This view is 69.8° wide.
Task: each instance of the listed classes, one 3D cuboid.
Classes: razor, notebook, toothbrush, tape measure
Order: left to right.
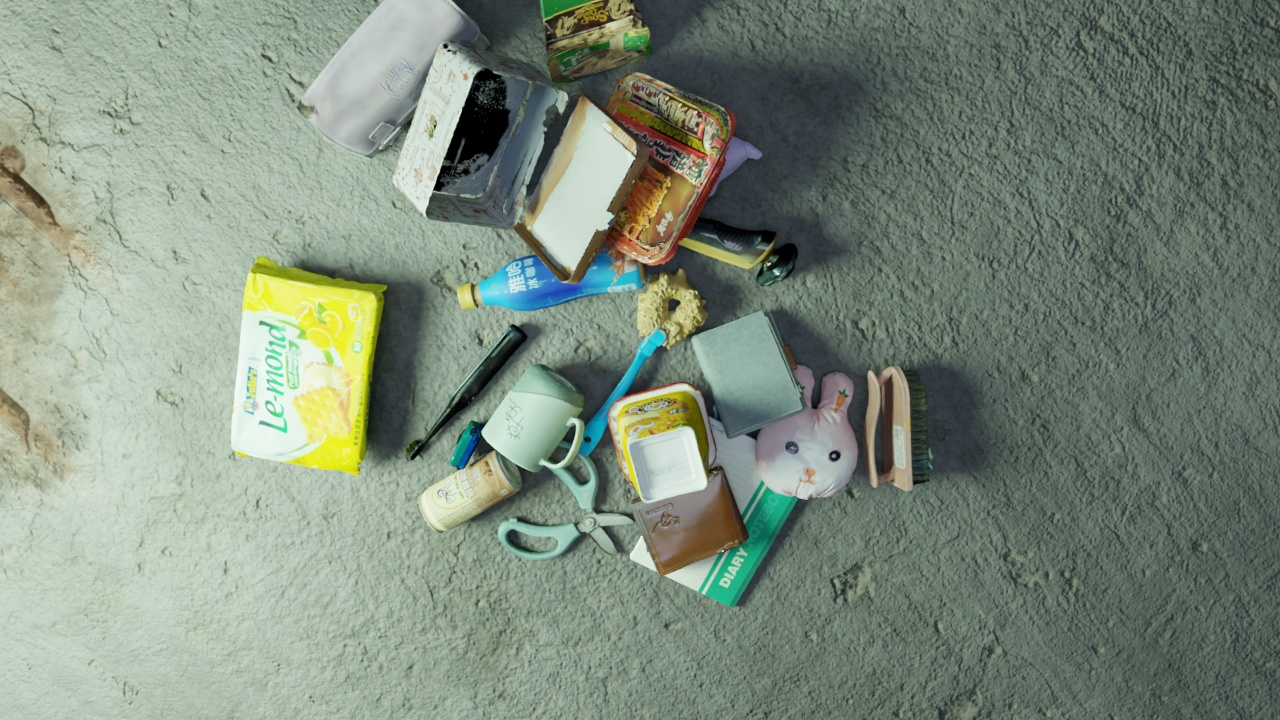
[{"bbox_3d":[-0.215,0.042,1.115,0.213,0.026,0.027,-48,61,9],"label":"toothbrush"},{"bbox_3d":[-0.209,0.099,1.108,0.025,0.054,0.058,28,98,-7],"label":"tape measure"},{"bbox_3d":[0.100,0.190,1.134,0.150,0.012,0.209,27,102,-6],"label":"notebook"},{"bbox_3d":[0.099,-0.133,1.071,0.167,0.062,0.068,18,130,3],"label":"razor"}]

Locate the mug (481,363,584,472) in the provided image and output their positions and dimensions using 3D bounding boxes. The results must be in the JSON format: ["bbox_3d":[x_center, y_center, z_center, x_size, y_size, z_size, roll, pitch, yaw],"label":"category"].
[{"bbox_3d":[-0.113,0.073,1.080,0.112,0.082,0.106,38,93,22],"label":"mug"}]

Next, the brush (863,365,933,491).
[{"bbox_3d":[0.302,0.079,1.092,0.073,0.063,0.146,-6,99,-9],"label":"brush"}]

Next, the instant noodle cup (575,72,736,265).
[{"bbox_3d":[0.014,-0.207,1.019,0.164,0.079,0.189,33,100,28],"label":"instant noodle cup"}]

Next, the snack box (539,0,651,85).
[{"bbox_3d":[-0.058,-0.384,1.006,0.118,0.117,0.105,-16,87,1],"label":"snack box"}]

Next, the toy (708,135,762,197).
[{"bbox_3d":[0.074,-0.228,1.058,0.108,0.039,0.084,-45,81,12],"label":"toy"}]

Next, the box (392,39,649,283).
[{"bbox_3d":[-0.136,-0.205,0.968,0.197,0.157,0.181,47,119,31],"label":"box"}]

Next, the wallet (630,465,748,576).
[{"bbox_3d":[0.059,0.194,1.112,0.124,0.032,0.101,-22,100,4],"label":"wallet"}]

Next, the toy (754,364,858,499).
[{"bbox_3d":[0.200,0.085,1.091,0.121,0.054,0.159,9,81,-2],"label":"toy"}]

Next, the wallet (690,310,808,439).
[{"bbox_3d":[0.130,0.015,1.084,0.106,0.037,0.129,-20,74,3],"label":"wallet"}]

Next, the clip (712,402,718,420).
[{"bbox_3d":[0.087,0.078,1.121,0.045,0.014,0.057,-5,102,4],"label":"clip"}]

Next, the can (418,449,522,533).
[{"bbox_3d":[-0.206,0.159,1.116,0.116,0.058,0.058,-30,98,5],"label":"can"}]

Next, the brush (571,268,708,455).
[{"bbox_3d":[-0.007,0.006,1.094,0.083,0.046,0.255,31,99,-12],"label":"brush"}]

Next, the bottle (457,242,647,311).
[{"bbox_3d":[-0.104,-0.095,1.070,0.219,0.065,0.065,-11,99,4],"label":"bottle"}]

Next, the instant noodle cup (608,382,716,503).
[{"bbox_3d":[0.027,0.098,1.039,0.116,0.123,0.116,-15,104,2],"label":"instant noodle cup"}]

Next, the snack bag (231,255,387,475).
[{"bbox_3d":[-0.390,0.011,1.090,0.158,0.068,0.246,10,99,-1],"label":"snack bag"}]

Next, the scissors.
[{"bbox_3d":[-0.106,0.191,1.141,0.181,0.019,0.170,-33,98,5],"label":"scissors"}]

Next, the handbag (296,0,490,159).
[{"bbox_3d":[-0.266,-0.315,0.995,0.197,0.145,0.098,-43,94,7],"label":"handbag"}]
